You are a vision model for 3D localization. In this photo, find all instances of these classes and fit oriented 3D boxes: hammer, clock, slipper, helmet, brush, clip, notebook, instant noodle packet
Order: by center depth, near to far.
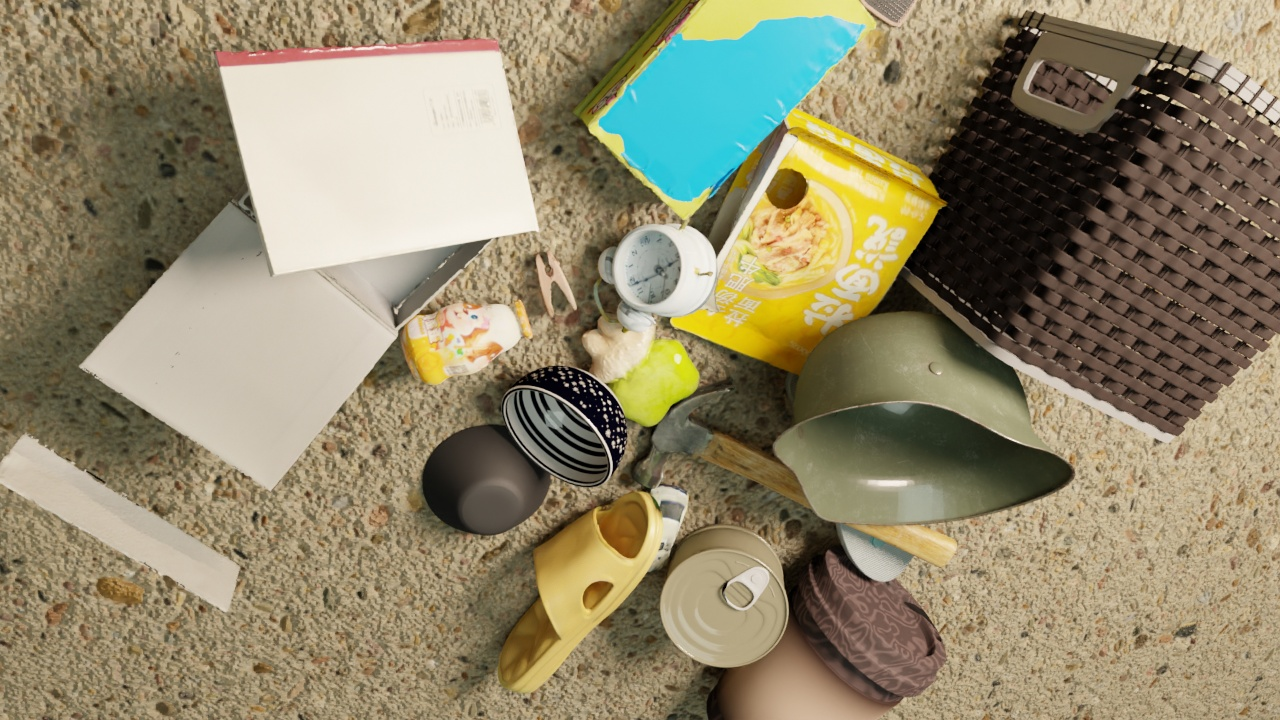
[{"bbox_3d":[-0.179,-0.152,0.663,0.208,0.012,0.153,-16,98,-34],"label":"notebook"},{"bbox_3d":[0.236,-0.348,0.760,0.050,0.015,0.136,24,107,-23],"label":"brush"},{"bbox_3d":[0.009,-0.072,0.800,0.118,0.057,0.083,-29,79,29],"label":"clock"},{"bbox_3d":[-0.070,-0.070,0.814,0.045,0.025,0.061,-13,113,-7],"label":"clip"},{"bbox_3d":[0.236,0.041,0.820,0.267,0.153,0.228,14,150,-31],"label":"helmet"},{"bbox_3d":[0.144,-0.094,0.831,0.163,0.084,0.222,19,116,-19],"label":"instant noodle packet"},{"bbox_3d":[-0.078,0.223,0.911,0.078,0.099,0.264,29,109,-22],"label":"slipper"},{"bbox_3d":[0.166,0.127,0.916,0.330,0.033,0.132,25,105,-7],"label":"hammer"},{"bbox_3d":[0.225,0.104,0.959,0.098,0.054,0.269,-25,107,-4],"label":"slipper"}]

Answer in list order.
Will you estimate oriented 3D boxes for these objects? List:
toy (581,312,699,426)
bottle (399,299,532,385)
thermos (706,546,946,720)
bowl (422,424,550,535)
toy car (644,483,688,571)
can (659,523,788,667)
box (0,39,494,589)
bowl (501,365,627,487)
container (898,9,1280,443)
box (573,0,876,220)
[{"bbox_3d":[-0.005,0.005,0.854,0.092,0.043,0.118,-41,110,18],"label":"toy"},{"bbox_3d":[-0.150,-0.020,0.797,0.109,0.063,0.063,-17,117,-6],"label":"bottle"},{"bbox_3d":[0.190,0.338,0.994,0.172,0.172,0.227,29,111,-24],"label":"thermos"},{"bbox_3d":[-0.144,0.128,0.873,0.124,0.052,0.124,-5,116,-11],"label":"bowl"},{"bbox_3d":[0.017,0.176,0.947,0.048,0.033,0.106,10,113,-19],"label":"toy car"},{"bbox_3d":[0.086,0.240,0.946,0.128,0.073,0.128,1,103,6],"label":"can"},{"bbox_3d":[-0.282,-0.041,0.722,0.166,0.108,0.418,43,87,-26],"label":"box"},{"bbox_3d":[-0.059,0.050,0.837,0.066,0.120,0.120,-50,126,-37],"label":"bowl"},{"bbox_3d":[0.399,-0.112,0.785,0.245,0.247,0.244,22,111,-22],"label":"container"},{"bbox_3d":[0.064,-0.234,0.742,0.124,0.079,0.221,38,104,-25],"label":"box"}]
